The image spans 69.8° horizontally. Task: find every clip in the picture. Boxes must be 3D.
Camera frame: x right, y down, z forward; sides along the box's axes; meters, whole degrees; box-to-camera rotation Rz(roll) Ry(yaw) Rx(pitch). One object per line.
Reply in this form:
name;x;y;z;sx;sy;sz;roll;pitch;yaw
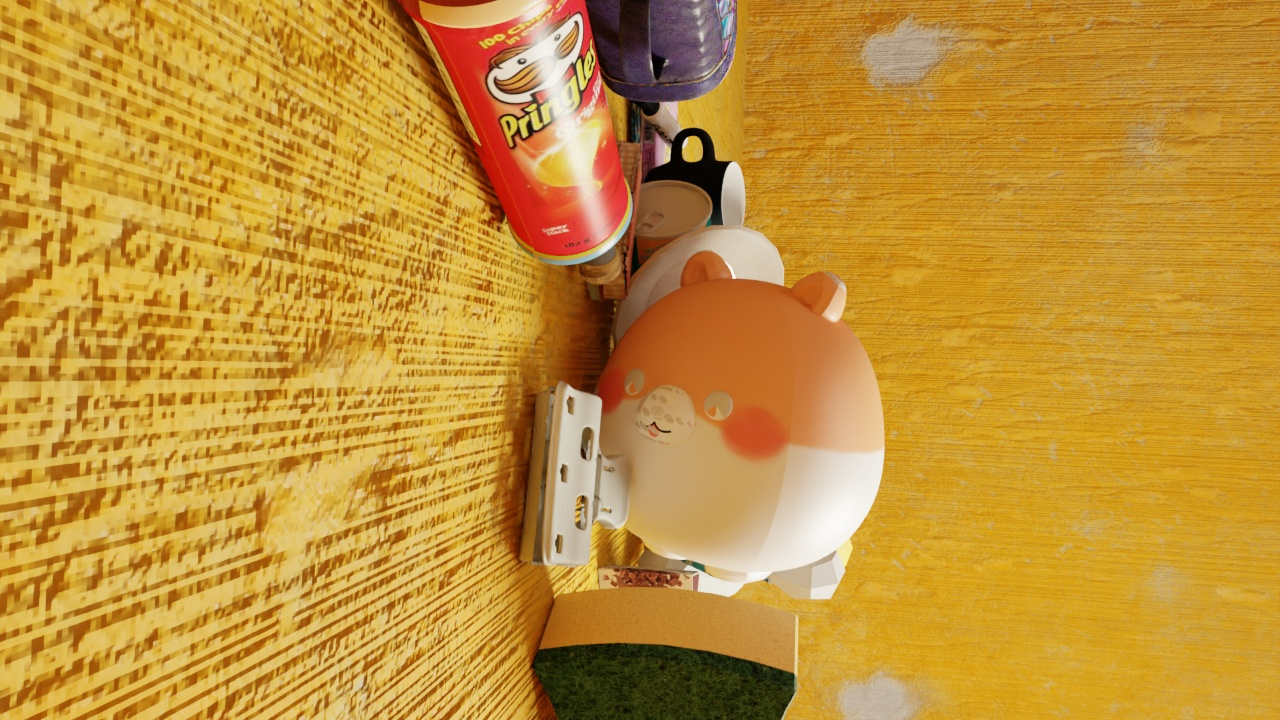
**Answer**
clip;-0.055;0.088;0.673;0.147;0.081;0.125;62;33;-75

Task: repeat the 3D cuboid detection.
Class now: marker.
marker;0.020;-0.263;0.995;0.126;0.025;0.025;29;63;-66

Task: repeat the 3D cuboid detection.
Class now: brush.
brush;0.026;0.305;0.751;0.075;0.195;0.250;-72;161;-59

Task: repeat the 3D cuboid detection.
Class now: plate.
plate;0.055;-0.057;0.914;0.027;0.188;0.189;-124;-161;-44

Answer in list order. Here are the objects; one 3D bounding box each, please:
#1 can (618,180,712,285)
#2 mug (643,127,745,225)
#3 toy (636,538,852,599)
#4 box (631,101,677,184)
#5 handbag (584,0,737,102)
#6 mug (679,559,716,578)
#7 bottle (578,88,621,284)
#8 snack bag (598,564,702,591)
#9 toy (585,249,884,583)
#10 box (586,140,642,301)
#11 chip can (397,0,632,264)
can;0.027;-0.099;0.955;0.099;0.099;0.144;-78;166;-46
mug;0.057;-0.192;1.002;0.085;0.095;0.122;-26;117;-64
toy;0.110;0.236;1.128;0.246;0.268;0.141;-14;111;-39
box;0.011;-0.255;1.050;0.159;0.035;0.230;-17;108;-75
handbag;0.009;-0.322;0.721;0.205;0.125;0.221;63;32;-71
mug;0.054;0.177;0.987;0.084;0.104;0.112;-62;156;-15
bottle;-0.041;-0.127;0.704;0.161;0.046;0.072;82;14;-48
snack bag;0.016;0.269;0.988;0.207;0.094;0.069;79;16;-54
toy;0.084;0.050;0.818;0.265;0.263;0.281;0;102;-56
box;-0.016;-0.135;0.864;0.058;0.053;0.186;36;48;-39
chip can;-0.057;-0.139;0.486;0.213;0.087;0.087;74;21;-65
